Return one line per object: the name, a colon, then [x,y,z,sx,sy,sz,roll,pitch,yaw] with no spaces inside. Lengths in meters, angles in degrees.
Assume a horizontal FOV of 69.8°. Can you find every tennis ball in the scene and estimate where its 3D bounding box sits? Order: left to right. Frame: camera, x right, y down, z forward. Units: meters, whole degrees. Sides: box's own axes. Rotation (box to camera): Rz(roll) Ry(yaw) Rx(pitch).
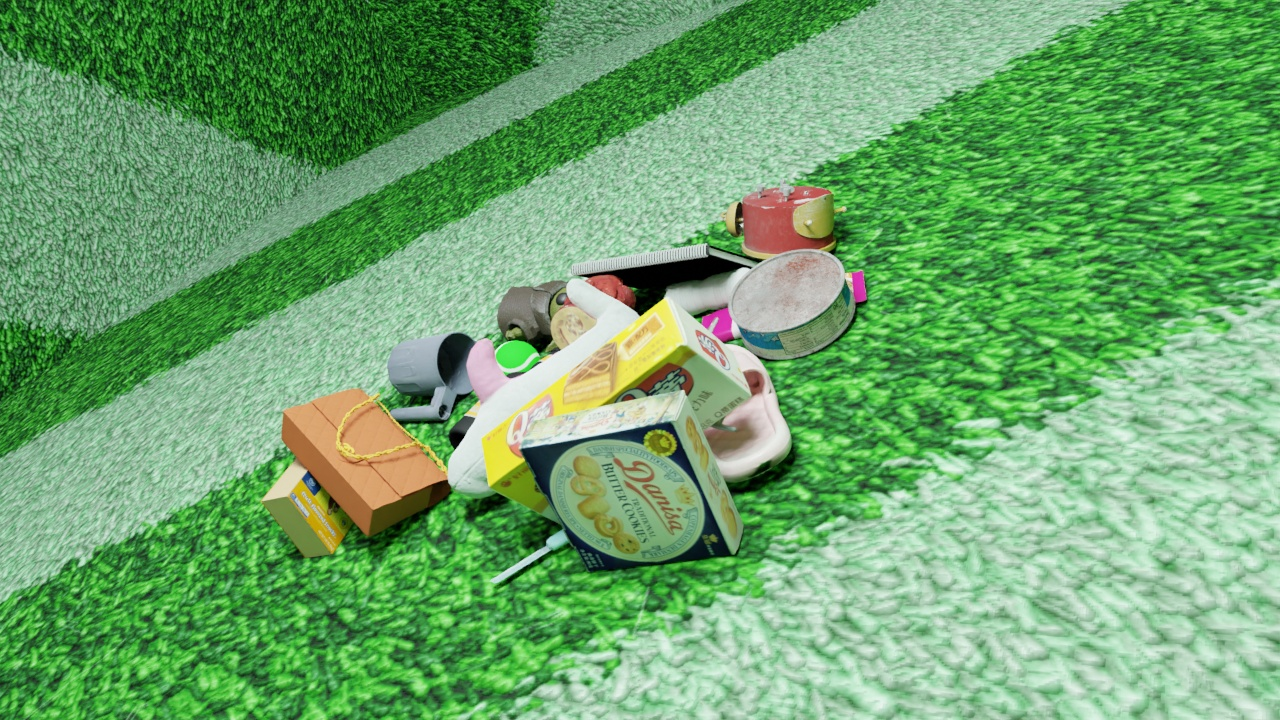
tennis ball: [-0.157,0.008,1.154,0.065,0.065,0.065,-20,28,11]

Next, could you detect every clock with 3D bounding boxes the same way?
clock: [0.172,-0.185,1.152,0.116,0.081,0.159,-25,29,-37]

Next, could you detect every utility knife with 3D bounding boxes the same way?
utility knife: [-0.068,0.162,0.860,0.165,0.015,0.022,-30,26,-11]

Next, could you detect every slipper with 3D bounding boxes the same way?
slipper: [0.083,0.045,0.895,0.107,0.056,0.221,-26,28,4]

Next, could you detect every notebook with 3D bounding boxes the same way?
notebook: [0.037,-0.116,1.160,0.207,0.016,0.148,-4,-6,36]

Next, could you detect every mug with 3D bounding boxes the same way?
mug: [-0.283,0.025,1.232,0.104,0.084,0.123,-5,61,36]

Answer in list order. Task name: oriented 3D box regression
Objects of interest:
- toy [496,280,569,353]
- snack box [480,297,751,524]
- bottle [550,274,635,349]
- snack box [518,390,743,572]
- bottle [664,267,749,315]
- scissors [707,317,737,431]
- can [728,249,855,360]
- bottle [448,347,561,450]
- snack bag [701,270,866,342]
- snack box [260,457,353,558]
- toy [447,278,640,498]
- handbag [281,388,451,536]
toy: [-0.123,-0.067,1.241,0.153,0.078,0.178,-3,32,35]
snack box: [-0.026,0.052,0.835,0.231,0.110,0.061,-36,44,18]
bottle: [-0.054,-0.049,1.133,0.099,0.099,0.111,-11,23,26]
snack box: [-0.007,0.105,0.768,0.145,0.144,0.042,-13,28,25]
bottle: [0.096,-0.084,1.121,0.136,0.044,0.044,-11,31,27]
scissors: [0.043,0.027,0.886,0.141,0.014,0.175,-45,39,6]
can: [0.164,-0.062,0.998,0.130,0.044,0.129,-19,39,16]
bottle: [-0.147,0.046,1.085,0.059,0.059,0.181,1,37,41]
snack bag: [0.160,-0.060,1.055,0.197,0.016,0.070,-15,30,20]
snack box: [-0.363,0.149,1.057,0.040,0.088,0.125,-13,30,24]
toy: [-0.098,0.044,0.987,0.265,0.186,0.128,-43,-5,-1]
handbag: [-0.302,0.100,1.018,0.172,0.060,0.108,39,38,25]
